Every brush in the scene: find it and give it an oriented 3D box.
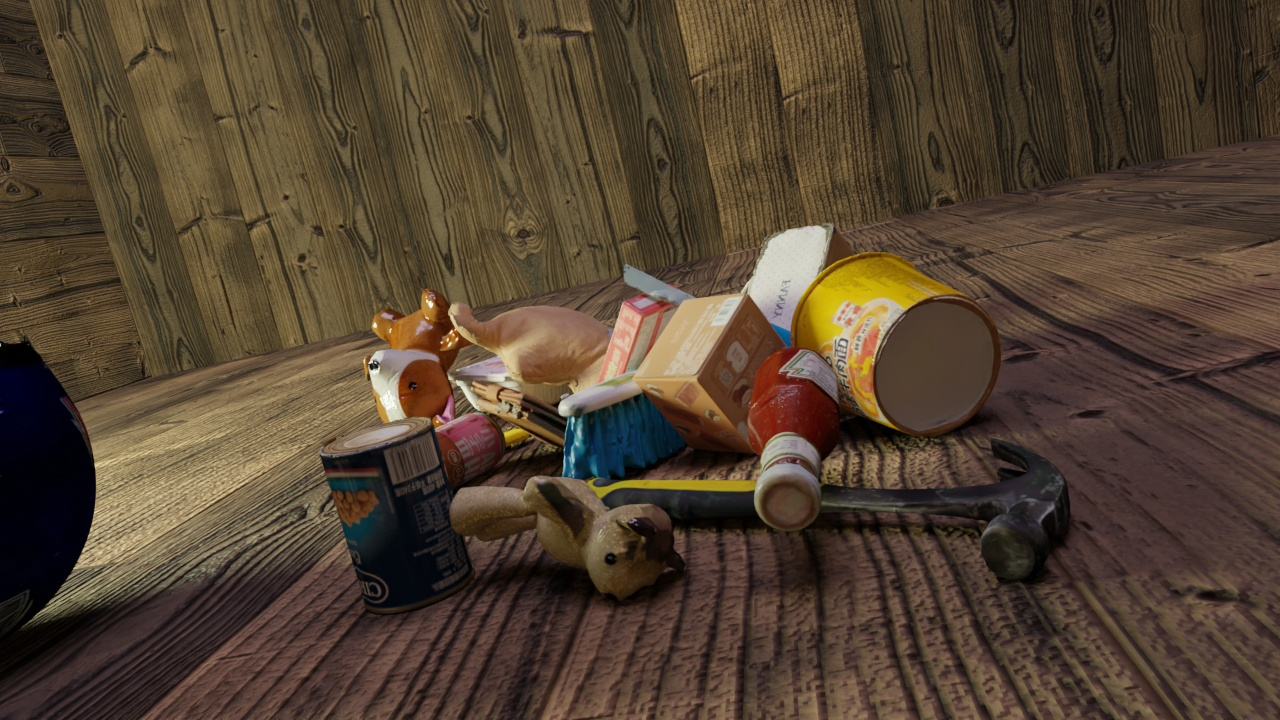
[{"bbox_3d":[0.037,0.016,0.840,0.061,0.109,0.313,-5,10,41],"label":"brush"}]

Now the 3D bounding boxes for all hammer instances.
[{"bbox_3d":[0.094,0.088,0.576,0.324,0.032,0.125,-6,12,37],"label":"hammer"}]

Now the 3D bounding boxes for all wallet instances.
[{"bbox_3d":[-0.096,0.055,0.855,0.107,0.031,0.132,32,-13,-27],"label":"wallet"}]

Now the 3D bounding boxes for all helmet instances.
[{"bbox_3d":[-0.568,0.112,0.652,0.314,0.240,0.248,-5,7,-25],"label":"helmet"}]

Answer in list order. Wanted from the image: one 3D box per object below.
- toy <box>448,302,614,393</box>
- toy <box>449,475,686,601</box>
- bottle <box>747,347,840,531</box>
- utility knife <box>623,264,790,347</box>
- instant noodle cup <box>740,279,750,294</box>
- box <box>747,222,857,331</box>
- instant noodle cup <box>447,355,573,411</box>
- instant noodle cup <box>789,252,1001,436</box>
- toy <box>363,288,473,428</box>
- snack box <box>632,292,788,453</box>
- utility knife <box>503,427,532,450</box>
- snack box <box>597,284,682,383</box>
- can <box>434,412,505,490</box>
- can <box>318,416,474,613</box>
[{"bbox_3d":[-0.104,-0.017,1.040,0.226,0.083,0.143,20,24,3],"label":"toy"},{"bbox_3d":[-0.050,0.103,0.560,0.157,0.105,0.066,4,63,34],"label":"toy"},{"bbox_3d":[0.093,0.044,0.563,0.060,0.060,0.205,-10,14,14],"label":"bottle"},{"bbox_3d":[0.088,-0.030,0.805,0.236,0.034,0.018,26,-14,10],"label":"utility knife"},{"bbox_3d":[0.153,-0.041,1.039,0.111,0.111,0.120,-9,17,23],"label":"instant noodle cup"},{"bbox_3d":[0.146,-0.038,0.871,0.090,0.184,0.061,-2,-27,43],"label":"box"},{"bbox_3d":[-0.146,0.025,1.161,0.137,0.060,0.174,-20,13,-37],"label":"instant noodle cup"},{"bbox_3d":[0.201,-0.008,0.713,0.138,0.138,0.110,-15,19,-12],"label":"instant noodle cup"},{"bbox_3d":[-0.274,0.011,1.110,0.140,0.199,0.130,-21,-35,28],"label":"toy"},{"bbox_3d":[0.065,0.012,0.760,0.077,0.094,0.092,-2,47,49],"label":"snack box"},{"bbox_3d":[-0.173,0.097,0.918,0.163,0.015,0.033,-22,7,-36],"label":"utility knife"},{"bbox_3d":[-0.005,0.005,0.866,0.025,0.153,0.075,35,36,24],"label":"snack box"},{"bbox_3d":[-0.187,0.094,0.824,0.058,0.058,0.147,-7,12,32],"label":"can"},{"bbox_3d":[-0.160,0.099,0.606,0.075,0.111,0.075,-13,10,2],"label":"can"}]
